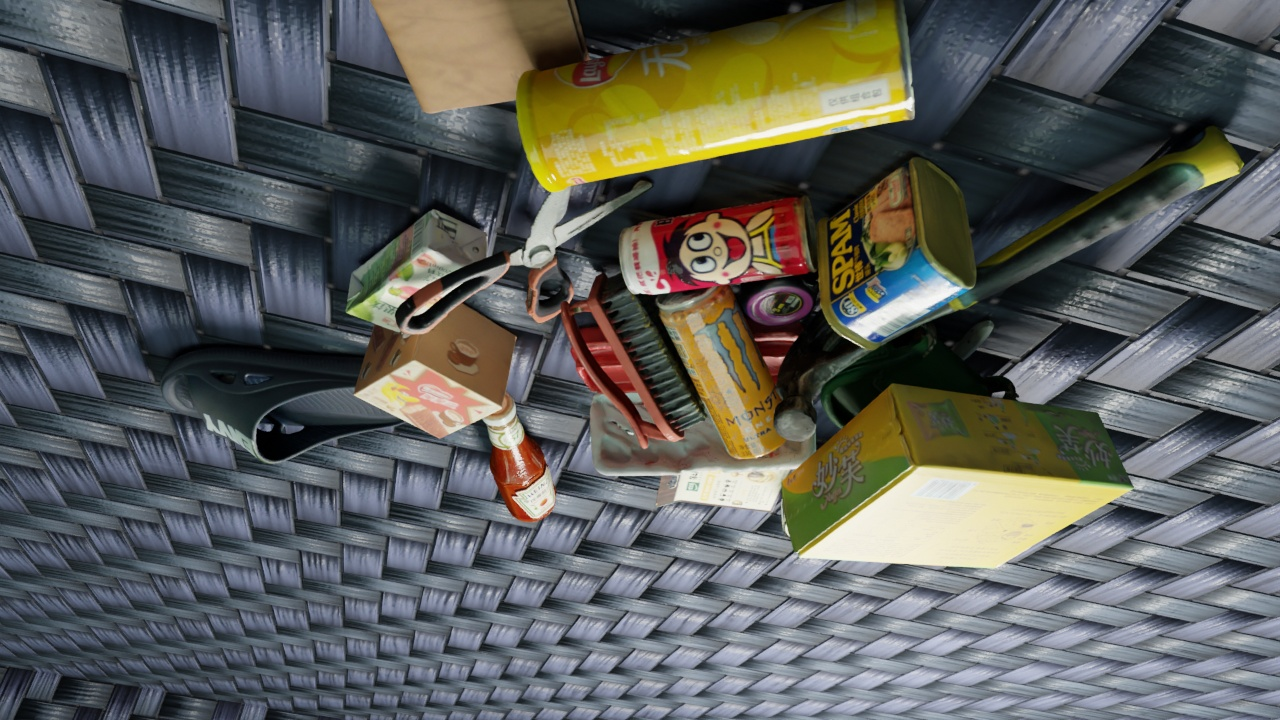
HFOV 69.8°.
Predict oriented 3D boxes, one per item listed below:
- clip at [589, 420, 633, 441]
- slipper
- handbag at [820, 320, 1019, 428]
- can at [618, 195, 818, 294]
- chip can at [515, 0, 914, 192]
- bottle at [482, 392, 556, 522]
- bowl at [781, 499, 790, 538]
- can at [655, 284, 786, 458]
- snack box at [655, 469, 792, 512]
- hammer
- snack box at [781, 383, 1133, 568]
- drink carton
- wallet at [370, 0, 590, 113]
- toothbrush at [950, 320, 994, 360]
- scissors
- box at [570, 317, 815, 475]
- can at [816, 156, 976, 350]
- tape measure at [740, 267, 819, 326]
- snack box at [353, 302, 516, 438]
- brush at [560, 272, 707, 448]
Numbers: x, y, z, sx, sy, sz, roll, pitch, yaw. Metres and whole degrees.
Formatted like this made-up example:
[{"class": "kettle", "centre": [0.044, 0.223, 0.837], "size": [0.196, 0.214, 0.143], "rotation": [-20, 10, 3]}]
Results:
[{"class": "clip", "centre": [-0.022, 0.069, 0.920], "size": [0.058, 0.043, 0.027], "rotation": [8, 146, -10]}, {"class": "slipper", "centre": [-0.347, 0.047, 0.888], "size": [0.268, 0.083, 0.111], "rotation": [0, 145, 7]}, {"class": "handbag", "centre": [0.218, 0.021, 0.738], "size": [0.131, 0.067, 0.120], "rotation": [35, 143, -20]}, {"class": "can", "centre": [0.055, -0.079, 0.646], "size": [0.133, 0.053, 0.053], "rotation": [-6, 145, 19]}, {"class": "chip can", "centre": [0.040, -0.149, 0.515], "size": [0.214, 0.072, 0.072], "rotation": [-8, 144, 15]}, {"class": "bottle", "centre": [-0.129, 0.100, 0.947], "size": [0.060, 0.059, 0.206], "rotation": [2, 145, 6]}, {"class": "bowl", "centre": [0.197, 0.135, 0.927], "size": [0.116, 0.066, 0.117], "rotation": [-3, 146, -2]}, {"class": "can", "centre": [0.066, 0.004, 0.711], "size": [0.058, 0.058, 0.146], "rotation": [-14, 116, 29]}, {"class": "snack box", "centre": [0.083, 0.110, 0.929], "size": [0.125, 0.053, 0.113], "rotation": [7, 147, 0]}, {"class": "hammer", "centre": [0.229, -0.055, 0.623], "size": [0.324, 0.125, 0.032], "rotation": [-32, 112, 30]}, {"class": "snack box", "centre": [0.238, 0.097, 0.711], "size": [0.209, 0.070, 0.158], "rotation": [7, 143, -23]}, {"class": "drink carton", "centre": [-0.174, -0.068, 0.711], "size": [0.053, 0.045, 0.123], "rotation": [22, 146, -39]}, {"class": "wallet", "centre": [-0.092, -0.192, 0.535], "size": [0.115, 0.020, 0.101], "rotation": [-3, 147, 11]}, {"class": "toothbrush", "centre": [0.254, 0.020, 0.795], "size": [0.017, 0.016, 0.188], "rotation": [6, 148, -13]}, {"class": "scissors", "centre": [-0.087, -0.069, 0.667], "size": [0.188, 0.015, 0.226], "rotation": [-17, 160, -16]}, {"class": "box", "centre": [0.047, 0.028, 0.798], "size": [0.201, 0.073, 0.155], "rotation": [-3, 116, 14]}, {"class": "can", "centre": [0.165, -0.071, 0.598], "size": [0.057, 0.101, 0.083], "rotation": [26, 140, -26]}, {"class": "tape measure", "centre": [0.104, -0.055, 0.689], "size": [0.058, 0.039, 0.057], "rotation": [1, 147, 1]}, {"class": "snack box", "centre": [-0.176, 0.004, 0.793], "size": [0.095, 0.076, 0.092], "rotation": [-24, 136, 38]}, {"class": "brush", "centre": [-0.004, 0.004, 0.723], "size": [0.069, 0.063, 0.146], "rotation": [-24, 110, 15]}]
